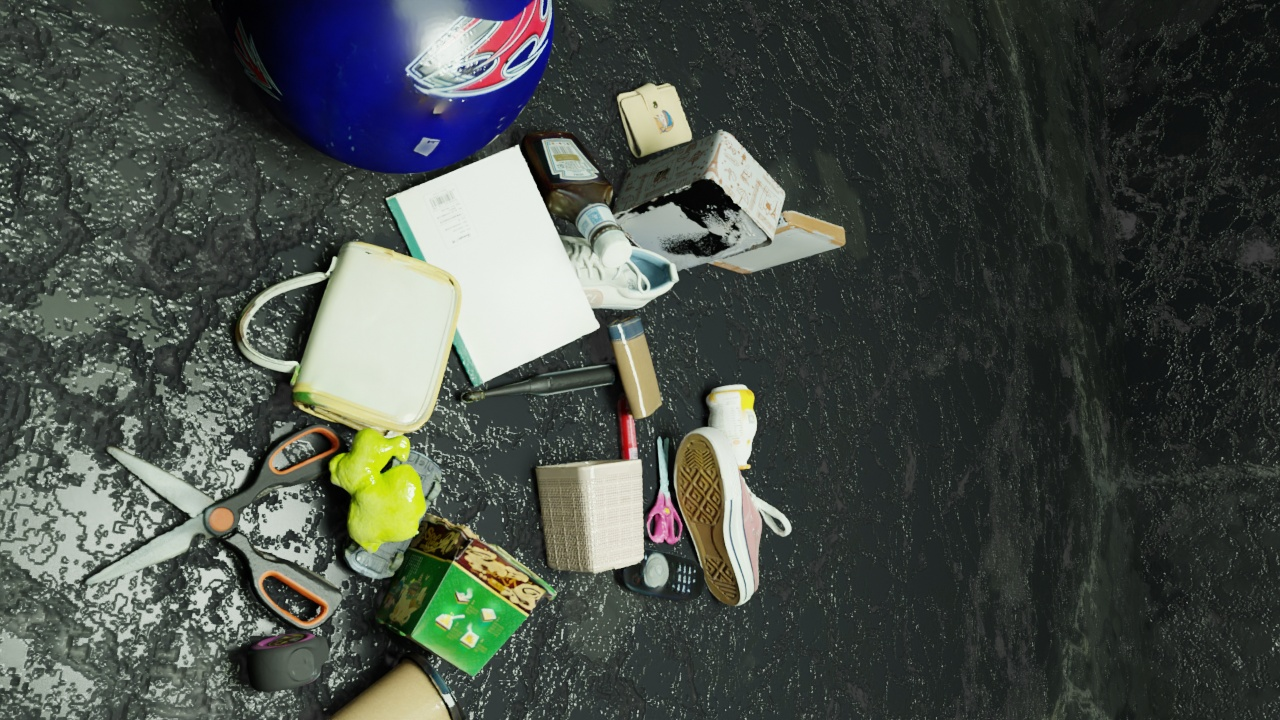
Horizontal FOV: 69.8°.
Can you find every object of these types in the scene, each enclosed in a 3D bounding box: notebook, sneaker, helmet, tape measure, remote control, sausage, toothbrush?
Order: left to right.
[{"bbox_3d":[-0.287,0.246,0.744,0.058,0.057,0.039,-6,88,-5],"label":"tape measure"},{"bbox_3d":[-0.194,-0.306,0.813,0.240,0.248,0.314,42,58,-9],"label":"helmet"},{"bbox_3d":[-0.149,-0.097,0.945,0.150,0.012,0.209,-27,101,-17],"label":"notebook"},{"bbox_3d":[-0.106,0.026,0.997,0.212,0.027,0.026,-9,94,-46],"label":"toothbrush"},{"bbox_3d":[-0.055,-0.101,1.031,0.241,0.091,0.089,4,78,-45],"label":"sneaker"},{"bbox_3d":[-0.013,0.114,1.081,0.020,0.020,0.155,2,80,-45],"label":"sausage"},{"bbox_3d":[0.024,0.254,1.085,0.136,0.024,0.053,23,68,-40],"label":"remote control"},{"bbox_3d":[0.110,0.182,1.129,0.087,0.118,0.241,-30,115,-39],"label":"sneaker"}]

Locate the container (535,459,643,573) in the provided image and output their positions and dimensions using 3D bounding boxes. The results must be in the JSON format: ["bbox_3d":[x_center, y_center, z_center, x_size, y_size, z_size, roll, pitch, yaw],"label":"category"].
[{"bbox_3d":[-0.051,0.165,0.982,0.090,0.090,0.111,-1,85,-46],"label":"container"}]

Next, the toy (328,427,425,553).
[{"bbox_3d":[-0.227,0.114,0.803,0.100,0.031,0.096,44,83,-10],"label":"toy"}]

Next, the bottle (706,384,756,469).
[{"bbox_3d":[0.119,0.088,1.189,0.063,0.063,0.108,3,80,-45],"label":"bottle"}]

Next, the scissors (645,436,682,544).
[{"bbox_3d":[0.034,0.159,1.124,0.073,0.017,0.137,28,58,-44],"label":"scissors"}]

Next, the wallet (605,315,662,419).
[{"bbox_3d":[-0.006,0.006,1.083,0.090,0.033,0.115,-37,111,-75],"label":"wallet"}]

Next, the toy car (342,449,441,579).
[{"bbox_3d":[-0.228,0.140,0.842,0.054,0.037,0.120,34,68,-28],"label":"toy car"}]

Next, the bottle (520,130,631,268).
[{"bbox_3d":[-0.066,-0.175,0.989,0.079,0.044,0.194,-10,51,-29],"label":"bottle"}]

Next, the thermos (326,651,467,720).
[{"bbox_3d":[-0.221,0.317,0.781,0.143,0.093,0.093,-26,101,-37],"label":"thermos"}]

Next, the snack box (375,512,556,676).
[{"bbox_3d":[-0.169,0.220,0.843,0.117,0.118,0.105,45,65,-29],"label":"snack box"}]

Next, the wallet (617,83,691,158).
[{"bbox_3d":[0.018,-0.319,1.201,0.114,0.024,0.087,-31,103,-43],"label":"wallet"}]

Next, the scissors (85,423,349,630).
[{"bbox_3d":[-0.327,0.134,0.756,0.233,0.022,0.221,-44,108,-41],"label":"scissors"}]

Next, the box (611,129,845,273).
[{"bbox_3d":[0.117,-0.168,1.157,0.259,0.179,0.110,37,57,-34],"label":"box"}]

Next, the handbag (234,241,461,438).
[{"bbox_3d":[-0.266,-0.026,0.832,0.178,0.063,0.163,22,66,-25],"label":"handbag"}]
